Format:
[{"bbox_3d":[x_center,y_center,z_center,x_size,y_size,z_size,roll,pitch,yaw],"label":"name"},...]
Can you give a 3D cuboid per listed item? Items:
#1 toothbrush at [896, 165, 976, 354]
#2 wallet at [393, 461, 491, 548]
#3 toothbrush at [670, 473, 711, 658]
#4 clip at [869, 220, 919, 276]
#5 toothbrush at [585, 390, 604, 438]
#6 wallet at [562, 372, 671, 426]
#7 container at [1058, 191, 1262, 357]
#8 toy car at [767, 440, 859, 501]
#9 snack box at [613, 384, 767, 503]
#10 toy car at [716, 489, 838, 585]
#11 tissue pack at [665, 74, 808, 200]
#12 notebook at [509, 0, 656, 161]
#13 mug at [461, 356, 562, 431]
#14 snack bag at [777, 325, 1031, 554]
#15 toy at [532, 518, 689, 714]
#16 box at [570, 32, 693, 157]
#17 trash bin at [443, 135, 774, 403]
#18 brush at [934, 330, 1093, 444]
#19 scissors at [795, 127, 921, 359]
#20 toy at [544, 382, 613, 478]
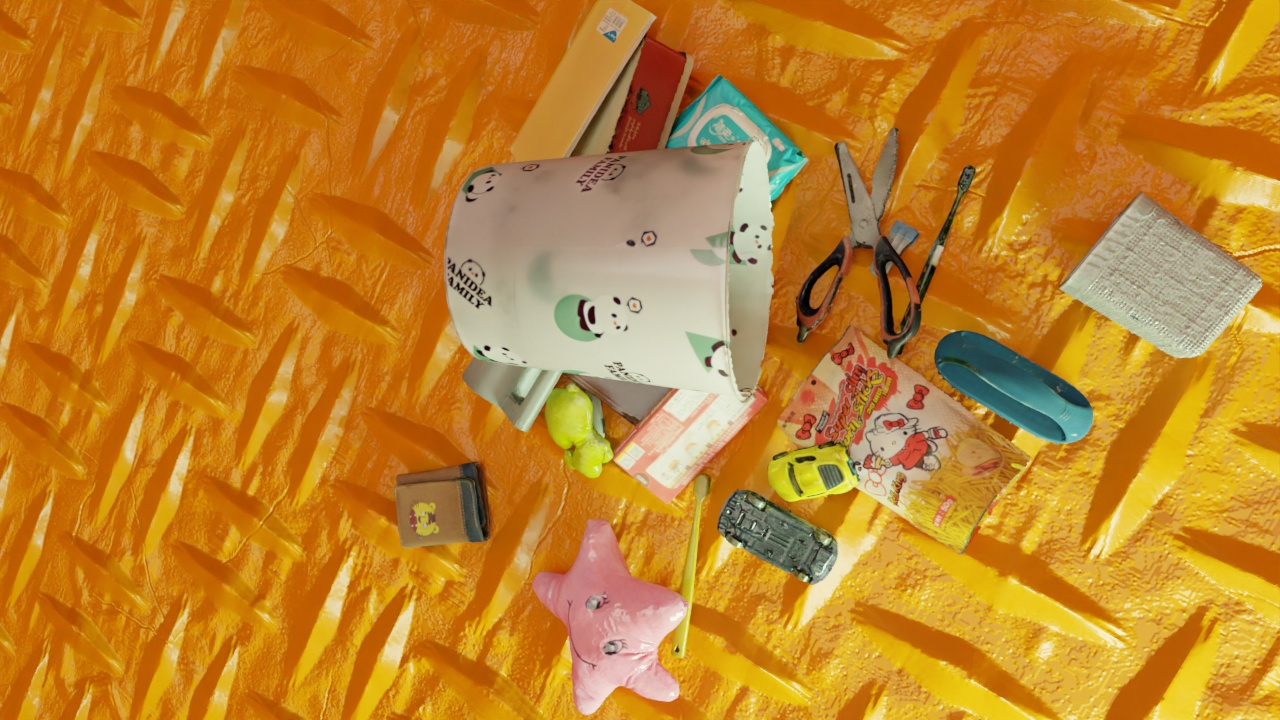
[{"bbox_3d":[0.272,-0.092,0.853,0.012,0.017,0.186,22,97,14],"label":"toothbrush"},{"bbox_3d":[-0.227,0.166,1.045,0.115,0.033,0.090,-10,85,25],"label":"wallet"},{"bbox_3d":[0.052,0.209,0.936,0.016,0.016,0.190,9,93,21],"label":"toothbrush"},{"bbox_3d":[0.237,-0.104,0.867,0.025,0.036,0.058,38,102,17],"label":"clip"},{"bbox_3d":[-0.056,-0.004,0.989,0.016,0.018,0.191,-10,87,17],"label":"toothbrush"},{"bbox_3d":[-0.006,0.006,0.952,0.124,0.032,0.101,36,98,10],"label":"wallet"},{"bbox_3d":[0.424,-0.065,0.752,0.114,0.090,0.090,39,103,16],"label":"container"},{"bbox_3d":[0.157,0.108,0.864,0.105,0.032,0.048,-22,93,52],"label":"toy car"},{"bbox_3d":[0.048,0.066,0.920,0.075,0.025,0.153,39,105,-10],"label":"snack box"},{"bbox_3d":[0.134,0.170,0.893,0.121,0.036,0.054,27,98,11],"label":"toy car"},{"bbox_3d":[0.091,-0.210,0.914,0.093,0.050,0.133,-47,72,16],"label":"tissue pack"},{"bbox_3d":[-0.067,-0.282,0.951,0.207,0.010,0.145,-56,34,17],"label":"notebook"},{"bbox_3d":[-0.120,0.003,0.967,0.103,0.083,0.124,-58,38,8],"label":"mug"},{"bbox_3d":[0.237,0.072,0.845,0.208,0.073,0.129,38,103,27],"label":"snack bag"},{"bbox_3d":[-0.026,0.256,0.932,0.179,0.074,0.194,-24,80,29],"label":"toy"},{"bbox_3d":[-0.022,-0.242,0.930,0.091,0.078,0.168,28,100,58],"label":"box"},{"bbox_3d":[-0.021,-0.082,0.824,0.252,0.229,0.229,3,89,16],"label":"trash bin"},{"bbox_3d":[0.323,0.021,0.798,0.144,0.073,0.055,34,94,20],"label":"brush"},{"bbox_3d":[0.209,-0.104,0.864,0.189,0.015,0.227,48,114,36],"label":"scissors"},{"bbox_3d":[-0.069,0.074,0.970,0.100,0.031,0.097,45,132,14],"label":"toy"}]
